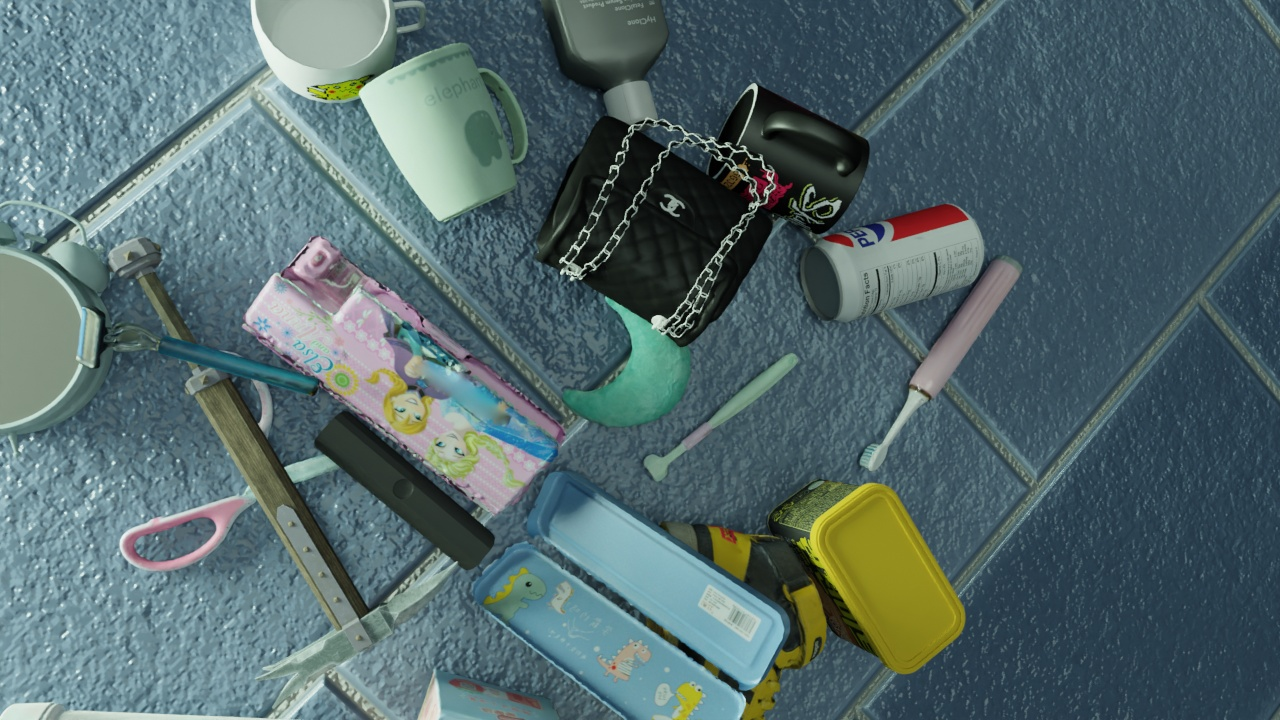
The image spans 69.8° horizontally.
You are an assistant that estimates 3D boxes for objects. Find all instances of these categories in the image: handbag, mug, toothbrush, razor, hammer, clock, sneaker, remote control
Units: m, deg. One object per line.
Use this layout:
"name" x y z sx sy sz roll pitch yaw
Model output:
"handbag" 0.014 -0.094 0.658 0.153 0.115 0.124 32 64 -14
"mug" 0.117 -0.155 0.694 0.098 0.118 0.081 23 83 -12
"toothbrush" 0.251 0.002 0.768 0.027 0.026 0.222 44 78 -29
"razor" -0.281 -0.001 0.591 0.144 0.022 0.042 15 119 -19
"hammer" -0.259 0.057 0.617 0.147 0.028 0.317 -30 95 -9
"clock" -0.410 -0.025 0.592 0.122 0.045 0.159 17 85 -14
"toothbrush" 0.067 0.042 0.726 0.154 0.015 0.022 -37 98 -14
"sneaker" 0.069 0.239 0.678 0.122 0.086 0.238 2 83 -10
"remote control" -0.168 0.094 0.658 0.147 0.015 0.033 44 76 -13
"mug" -0.128 -0.164 0.658 0.111 0.084 0.104 -38 109 -41
"mug" -0.208 -0.234 0.641 0.115 0.068 0.094 -13 91 -15

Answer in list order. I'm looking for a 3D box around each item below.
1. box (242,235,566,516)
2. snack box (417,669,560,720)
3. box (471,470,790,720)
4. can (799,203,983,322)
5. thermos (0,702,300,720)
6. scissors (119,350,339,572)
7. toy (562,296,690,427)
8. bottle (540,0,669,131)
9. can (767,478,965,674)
"box" -0.160 0.013 0.640 0.230 0.071 0.084 39 79 -10
"snack box" -0.109 0.273 0.629 0.093 0.095 0.079 20 82 -13
"box" -0.010 0.171 0.634 0.209 0.043 0.124 29 79 27
"can" 0.202 -0.078 0.737 0.132 0.070 0.070 -16 91 -15
"thermos" -0.313 0.264 0.580 0.220 0.099 0.099 6 86 -18
"scissors" -0.279 0.076 0.637 0.170 0.013 0.177 -19 92 -14
"toy" -0.004 0.004 0.703 0.085 0.033 0.105 22 80 2
"bottle" -0.027 -0.261 0.700 0.083 0.046 0.174 -16 91 -15
"can" 0.167 0.158 0.701 0.072 0.101 0.131 -33 95 -14
